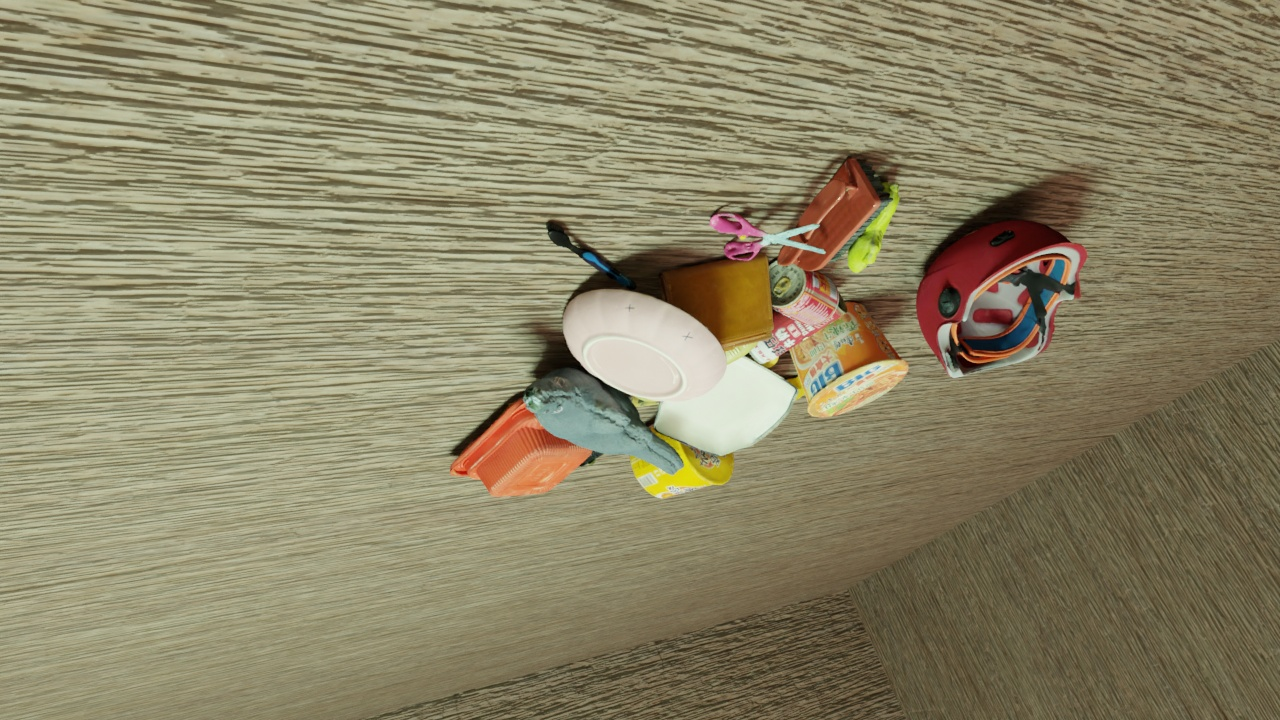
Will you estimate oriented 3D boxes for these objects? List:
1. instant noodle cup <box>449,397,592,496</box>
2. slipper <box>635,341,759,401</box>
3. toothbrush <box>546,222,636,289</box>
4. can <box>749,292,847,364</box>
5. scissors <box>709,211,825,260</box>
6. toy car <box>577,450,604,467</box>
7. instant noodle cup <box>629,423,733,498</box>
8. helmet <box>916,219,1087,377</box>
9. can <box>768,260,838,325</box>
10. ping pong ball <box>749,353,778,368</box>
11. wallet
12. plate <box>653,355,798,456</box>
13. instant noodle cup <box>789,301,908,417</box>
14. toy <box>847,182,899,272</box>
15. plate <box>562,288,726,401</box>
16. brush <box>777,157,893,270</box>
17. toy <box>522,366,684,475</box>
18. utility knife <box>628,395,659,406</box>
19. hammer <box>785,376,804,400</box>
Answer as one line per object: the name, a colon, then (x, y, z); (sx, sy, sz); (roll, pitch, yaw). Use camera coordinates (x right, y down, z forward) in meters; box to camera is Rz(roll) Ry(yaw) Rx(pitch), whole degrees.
instant noodle cup: (-0.145, 0.121, 1.244); (0.164, 0.079, 0.189); (3, 141, -50)
slipper: (0.061, -0.023, 1.133); (0.191, 0.091, 0.081); (-33, -171, 9)
toothbrush: (-0.047, -0.104, 0.950); (0.014, 0.016, 0.189); (-38, 154, 13)
can: (0.201, -0.049, 1.205); (0.133, 0.053, 0.053); (-34, 152, 25)
scissors: (0.134, -0.129, 0.987); (0.133, 0.017, 0.130); (13, 159, -9)
toy car: (-0.071, 0.129, 1.372); (0.106, 0.031, 0.049); (-37, 151, 27)
instant noodle cup: (0.058, 0.141, 1.393); (0.110, 0.138, 0.137); (-29, 155, 34)
helmet: (0.460, -0.101, 1.212); (0.206, 0.143, 0.241); (-13, 140, -19)
can: (0.193, -0.083, 1.114); (0.067, 0.066, 0.093); (-34, 153, 25)
ping pong ball: (0.173, -0.009, 1.278); (0.040, 0.040, 0.040); (-18, 155, -9)
wallet: (0.091, -0.055, 1.054); (0.130, 0.119, 0.035); (-13, -162, -19)
plate: (0.117, 0.057, 1.287); (0.162, 0.034, 0.265); (-43, 143, 17)
instant noodle cup: (0.283, -0.005, 1.291); (0.151, 0.111, 0.151); (-18, 155, -9)
toy: (0.257, -0.151, 1.021); (0.031, 0.100, 0.097); (18, 164, -9)
plate: (-0.001, -0.005, 1.020); (0.192, 0.039, 0.193); (16, 151, 9)
brush: (0.202, -0.149, 0.997); (0.069, 0.063, 0.146); (-11, 155, -28)
toy: (-0.061, 0.067, 1.130); (0.091, 0.138, 0.356); (-55, 148, 0)
utility knife: (0.028, 0.054, 1.321); (0.189, 0.020, 0.031); (-2, 121, -29)
hammer: (0.154, 0.035, 1.361); (0.300, 0.032, 0.129); (6, 143, -45)
